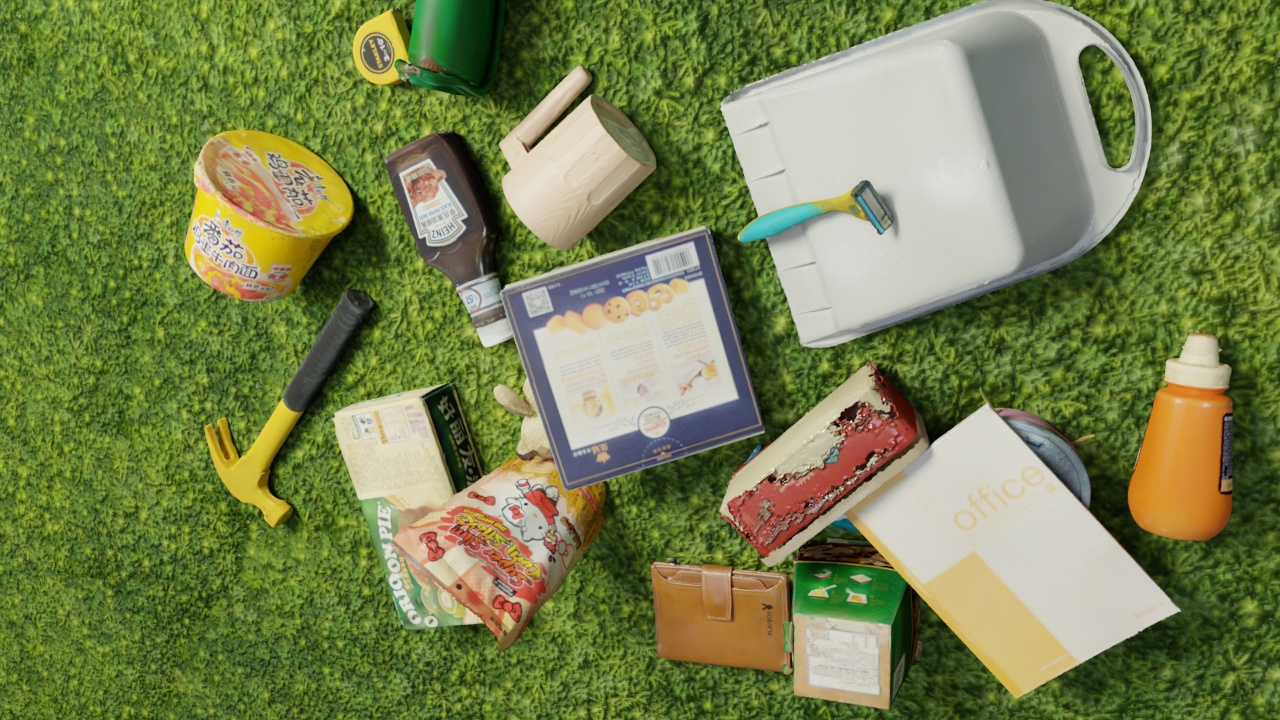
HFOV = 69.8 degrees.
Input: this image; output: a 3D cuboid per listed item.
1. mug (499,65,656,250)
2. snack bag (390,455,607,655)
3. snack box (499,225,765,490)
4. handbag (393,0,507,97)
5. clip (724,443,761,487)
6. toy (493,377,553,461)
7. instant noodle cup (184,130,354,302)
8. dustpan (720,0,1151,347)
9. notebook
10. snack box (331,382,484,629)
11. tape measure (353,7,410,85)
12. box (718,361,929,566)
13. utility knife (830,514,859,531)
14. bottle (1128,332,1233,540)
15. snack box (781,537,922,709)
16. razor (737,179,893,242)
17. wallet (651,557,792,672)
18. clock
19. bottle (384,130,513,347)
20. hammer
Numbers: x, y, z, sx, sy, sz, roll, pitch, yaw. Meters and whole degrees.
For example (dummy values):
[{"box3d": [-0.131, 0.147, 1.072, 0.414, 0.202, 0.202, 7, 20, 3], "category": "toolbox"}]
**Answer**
[{"box3d": [-0.058, -0.172, 0.771, 0.104, 0.084, 0.124, -38, 63, 24], "category": "mug"}, {"box3d": [-0.111, 0.153, 0.808, 0.128, 0.207, 0.073, 44, 120, 5], "category": "snack bag"}, {"box3d": [-0.005, -0.002, 0.777, 0.178, 0.045, 0.182, -16, 100, 0], "category": "snack box"}, {"box3d": [-0.159, -0.286, 0.746, 0.068, 0.120, 0.131, 15, 108, 10], "category": "handbag"}, {"box3d": [0.097, 0.099, 0.821, 0.047, 0.014, 0.057, 39, 113, 4], "category": "clip"}, {"box3d": [-0.085, 0.014, 0.844, 0.105, 0.066, 0.157, -4, 104, -22], "category": "toy"}, {"box3d": [-0.357, -0.130, 0.863, 0.138, 0.137, 0.110, 45, 123, 3], "category": "instant noodle cup"}, {"box3d": [0.229, -0.148, 0.702, 0.258, 0.142, 0.223, -9, 103, 52], "category": "dustpan"}, {"box3d": [0.279, 0.150, 0.705, 0.206, 0.010, 0.146, 48, 115, 0], "category": "notebook"}, {"box3d": [-0.214, 0.149, 0.925, 0.115, 0.063, 0.240, -12, 101, 23], "category": "snack box"}, {"box3d": [-0.227, -0.277, 0.823, 0.057, 0.028, 0.060, -16, 99, 23], "category": "tape measure"}, {"box3d": [0.141, 0.079, 0.747, 0.080, 0.091, 0.169, 46, 110, -3], "category": "box"}, {"box3d": [0.176, 0.136, 0.802, 0.151, 0.013, 0.029, 12, 103, 17], "category": "utility knife"}, {"box3d": [0.401, 0.054, 0.672, 0.067, 0.066, 0.149, 6, 100, 19], "category": "bottle"}, {"box3d": [0.180, 0.229, 0.778, 0.118, 0.105, 0.118, 2, 107, 19], "category": "snack box"}, {"box3d": [0.128, -0.109, 0.705, 0.133, 0.028, 0.043, -7, 138, 48], "category": "razor"}, {"box3d": [0.076, 0.233, 0.861, 0.131, 0.035, 0.119, 0, 111, 20], "category": "wallet"}, {"box3d": [0.281, 0.110, 0.731, 0.117, 0.059, 0.159, 25, 111, 11], "category": "clock"}, {"box3d": [-0.165, -0.107, 0.842, 0.080, 0.043, 0.195, -18, 99, 25], "category": "bottle"}, {"box3d": [-0.365, 0.043, 0.967, 0.129, 0.032, 0.301, 42, 115, 3], "category": "hammer"}]
